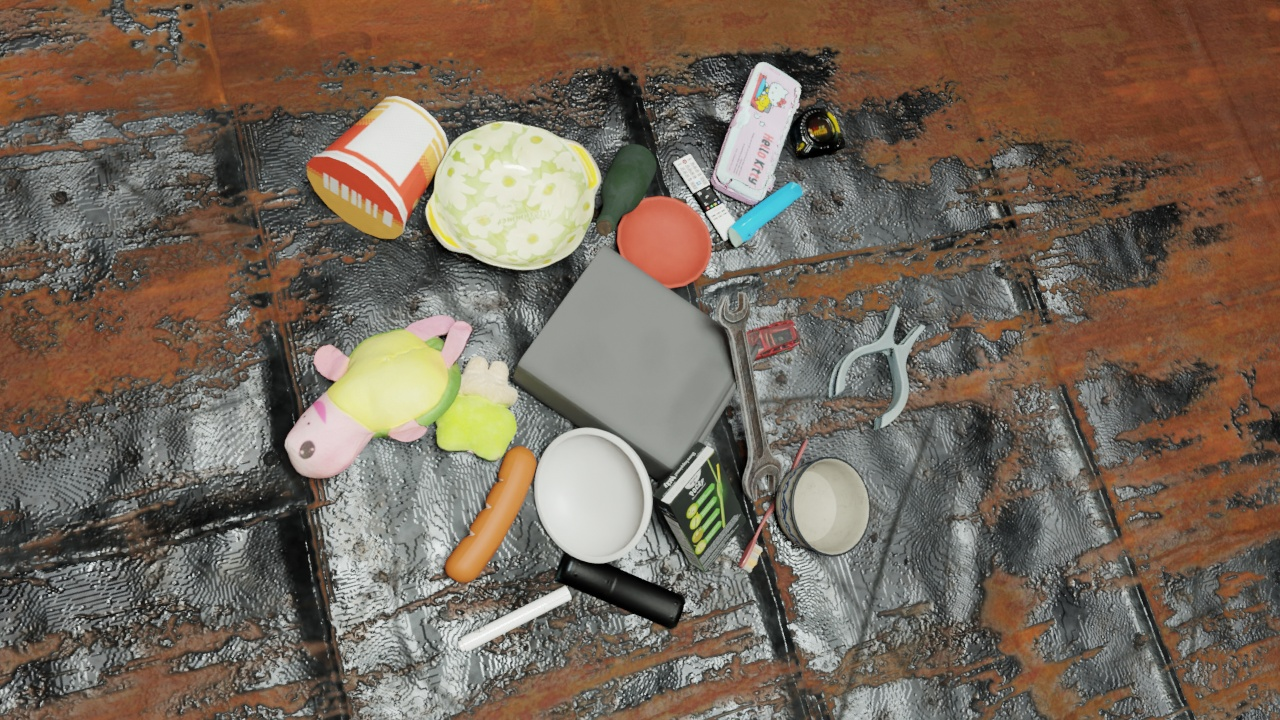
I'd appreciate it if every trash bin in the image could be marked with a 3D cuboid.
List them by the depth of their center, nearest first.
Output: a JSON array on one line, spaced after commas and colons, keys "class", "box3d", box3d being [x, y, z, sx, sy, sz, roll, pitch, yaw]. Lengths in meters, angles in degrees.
[{"class": "trash bin", "box3d": [-0.006, 0.006, 1.074, 0.220, 0.098, 0.191, 34, 70, -2]}]

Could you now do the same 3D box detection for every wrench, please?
[{"class": "wrench", "box3d": [0.125, 0.046, 1.056, 0.069, 0.010, 0.273, -33, 122, -36]}]

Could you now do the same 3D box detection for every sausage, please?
[{"class": "sausage", "box3d": [-0.162, 0.171, 1.018, 0.044, 0.039, 0.164, 23, 70, 13]}]

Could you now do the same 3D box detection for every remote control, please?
[{"class": "remote control", "box3d": [-0.021, 0.259, 1.042, 0.152, 0.020, 0.041, 25, 72, -7]}, {"class": "remote control", "box3d": [0.086, -0.212, 1.201, 0.028, 0.012, 0.124, -31, 84, -20]}]

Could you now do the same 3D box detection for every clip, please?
[{"class": "clip", "box3d": [0.289, -0.009, 1.190, 0.143, 0.029, 0.171, 27, 70, -8]}]

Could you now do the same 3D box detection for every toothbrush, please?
[{"class": "toothbrush", "box3d": [0.166, 0.173, 1.116, 0.015, 0.015, 0.184, 33, 69, -7]}]

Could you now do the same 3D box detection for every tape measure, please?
[{"class": "tape measure", "box3d": [0.237, -0.310, 1.254, 0.067, 0.038, 0.062, -14, 87, -15]}]

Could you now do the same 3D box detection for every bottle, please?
[{"class": "bottle", "box3d": [-0.024, -0.200, 1.104, 0.055, 0.055, 0.173, 27, 39, -6]}]

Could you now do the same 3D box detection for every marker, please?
[{"class": "marker", "box3d": [-0.137, 0.284, 1.005, 0.133, 0.020, 0.017, -23, 104, -19]}]

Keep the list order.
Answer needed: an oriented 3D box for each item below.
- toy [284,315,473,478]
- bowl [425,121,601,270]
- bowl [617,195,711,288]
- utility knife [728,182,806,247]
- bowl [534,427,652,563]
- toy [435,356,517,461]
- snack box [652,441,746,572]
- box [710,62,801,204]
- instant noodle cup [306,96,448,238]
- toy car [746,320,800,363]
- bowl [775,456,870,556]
[{"class": "toy", "box3d": [-0.280, 0.036, 0.997, 0.190, 0.088, 0.237, 33, 67, 27]}, {"class": "bowl", "box3d": [-0.154, -0.190, 1.108, 0.219, 0.060, 0.188, -28, 85, -19]}, {"class": "bowl", "box3d": [0.027, -0.144, 1.154, 0.122, 0.035, 0.122, 4, 74, -13]}, {"class": "utility knife", "box3d": [0.167, -0.195, 1.210, 0.158, 0.015, 0.031, -37, 84, -27]}, {"class": "bowl", "box3d": [-0.046, 0.147, 1.025, 0.043, 0.150, 0.149, -7, 72, -61]}, {"class": "toy", "box3d": [-0.182, 0.053, 1.040, 0.092, 0.046, 0.115, 13, 78, -8]}, {"class": "snack box", "box3d": [0.069, 0.167, 1.032, 0.025, 0.148, 0.080, 25, 63, 38]}, {"class": "box", "box3d": [0.158, -0.303, 1.225, 0.086, 0.045, 0.202, 24, 69, -9]}, {"class": "instant noodle cup", "box3d": [-0.294, -0.228, 1.056, 0.123, 0.124, 0.120, 32, 62, -4]}, {"class": "toy car", "box3d": [0.157, -0.024, 1.157, 0.091, 0.036, 0.042, -16, 81, -12]}, {"class": "bowl", "box3d": [0.210, 0.174, 1.096, 0.115, 0.059, 0.115, 4, 80, -27]}]
